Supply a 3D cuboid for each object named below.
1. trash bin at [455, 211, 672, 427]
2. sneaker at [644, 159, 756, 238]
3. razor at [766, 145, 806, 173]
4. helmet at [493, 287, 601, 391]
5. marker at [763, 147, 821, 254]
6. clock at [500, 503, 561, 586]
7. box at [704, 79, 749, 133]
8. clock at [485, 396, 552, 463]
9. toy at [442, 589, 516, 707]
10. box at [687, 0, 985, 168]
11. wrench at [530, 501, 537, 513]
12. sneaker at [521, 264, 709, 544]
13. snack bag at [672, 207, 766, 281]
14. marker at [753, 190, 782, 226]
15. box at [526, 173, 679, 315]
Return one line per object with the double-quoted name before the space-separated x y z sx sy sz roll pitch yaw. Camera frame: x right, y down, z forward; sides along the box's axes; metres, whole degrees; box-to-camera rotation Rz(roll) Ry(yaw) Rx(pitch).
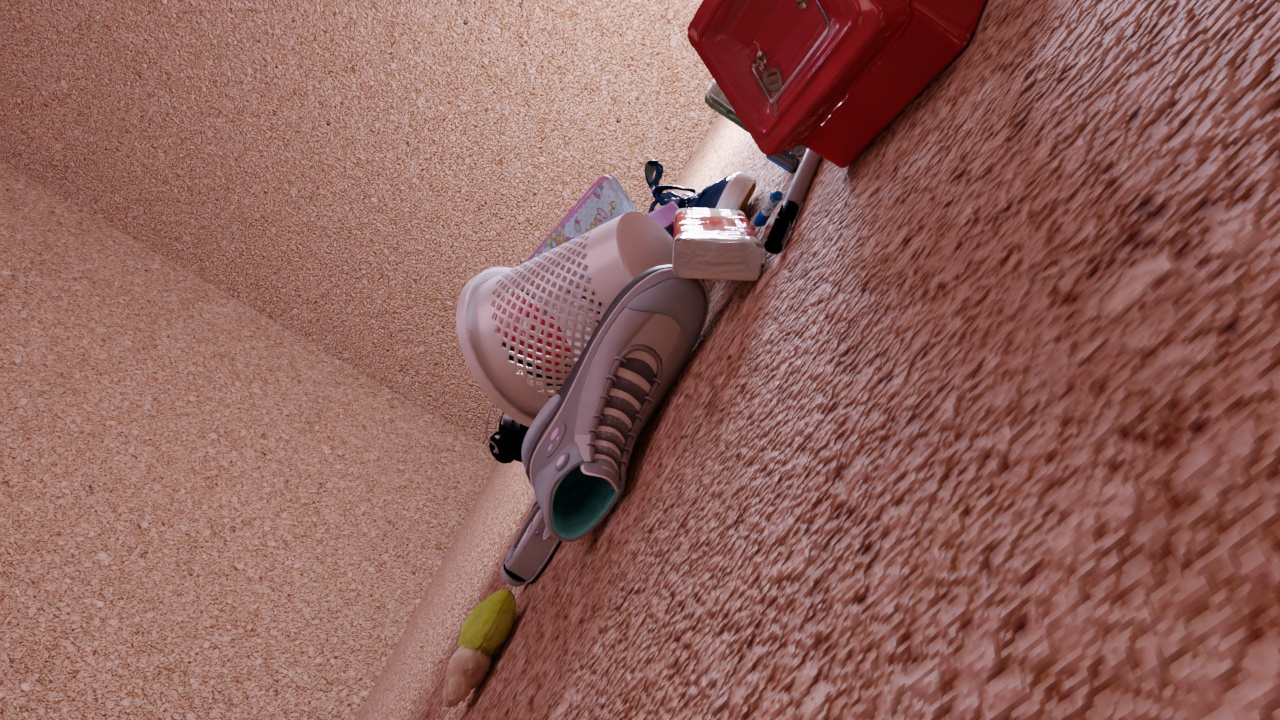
"trash bin" -0.056 -0.052 0.980 0.200 0.195 0.195 -28 23 32
"sneaker" 0.051 -0.185 1.124 0.120 0.127 0.295 -61 9 -10
"razor" 0.180 -0.245 0.885 0.144 0.022 0.043 -53 49 11
"helmet" -0.105 -0.073 1.398 0.224 0.198 0.271 -56 -10 -8
"marker" 0.132 -0.142 0.779 0.016 0.016 0.140 -50 11 54
"clock" -0.115 0.197 0.998 0.123 0.035 0.094 -51 9 42
"box" 0.159 -0.334 1.032 0.050 0.117 0.205 -39 22 58
"clock" -0.128 0.076 1.048 0.043 0.120 0.091 5 80 42
"toy" -0.163 0.288 0.915 0.092 0.043 0.117 -46 17 53
"box" 0.158 -0.235 0.648 0.164 0.151 0.158 -20 -11 -28
"wrench" -0.080 0.083 1.101 0.070 0.010 0.273 17 86 60
"sneaker" -0.014 0.038 0.807 0.257 0.093 0.160 -56 15 10
"snack bag" 0.069 -0.113 0.863 0.225 0.077 0.041 -82 -6 -72
"marker" 0.113 -0.135 0.816 0.013 0.013 0.142 -58 -2 1
"box" -0.056 -0.137 1.090 0.215 0.093 0.089 -40 0 44
